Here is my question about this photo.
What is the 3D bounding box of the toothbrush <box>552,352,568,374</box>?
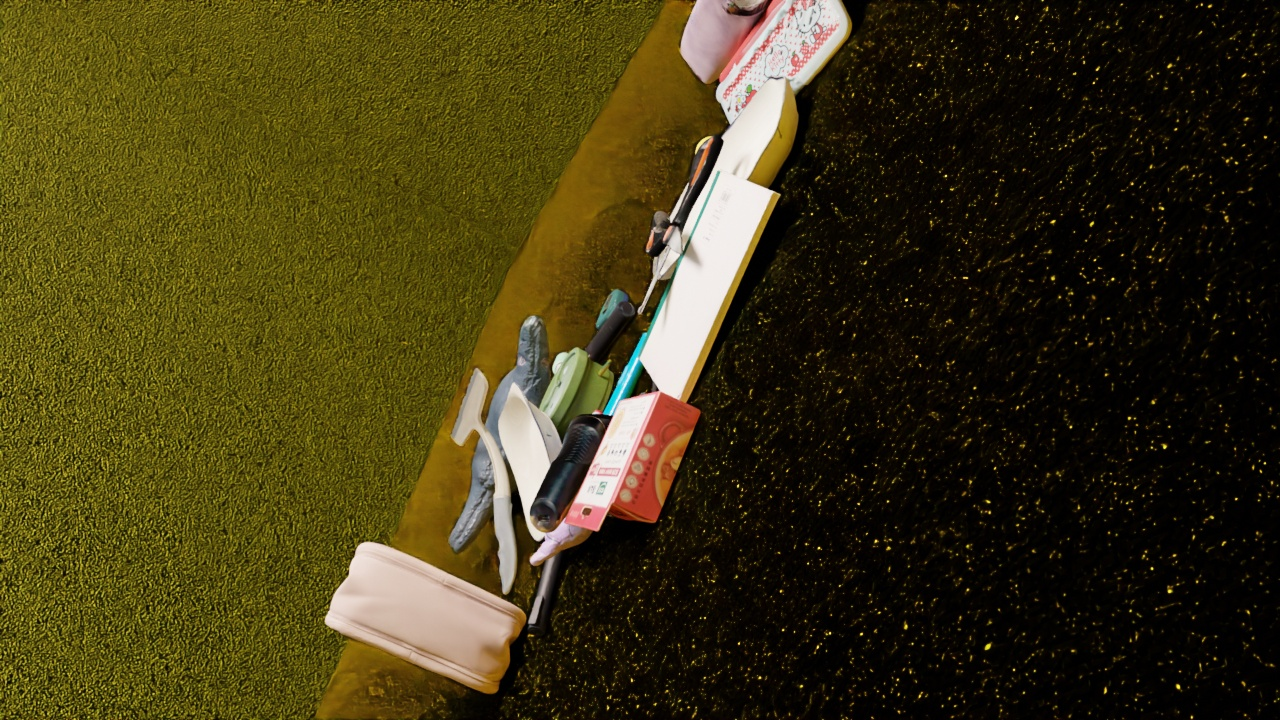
[{"bbox_3d":[-0.112,0.009,1.312,0.224,0.026,0.027,-127,54,-84],"label":"toothbrush"}]

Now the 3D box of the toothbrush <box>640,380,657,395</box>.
[{"bbox_3d":[0.020,-0.010,0.954,0.014,0.016,0.189,-41,24,43],"label":"toothbrush"}]

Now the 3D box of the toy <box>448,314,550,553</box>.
[{"bbox_3d":[-0.179,0.097,1.272,0.357,0.091,0.137,-69,-13,17],"label":"toy"}]

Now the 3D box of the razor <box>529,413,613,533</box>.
[{"bbox_3d":[-0.064,0.109,0.897,0.167,0.062,0.068,-59,-35,-57],"label":"razor"}]

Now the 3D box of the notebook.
[{"bbox_3d":[0.056,-0.072,0.861,0.209,0.012,0.150,-67,20,13],"label":"notebook"}]

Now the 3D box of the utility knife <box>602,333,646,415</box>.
[{"bbox_3d":[-0.006,0.006,1.012,0.209,0.018,0.034,-64,13,-7],"label":"utility knife"}]

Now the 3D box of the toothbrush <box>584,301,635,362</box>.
[{"bbox_3d":[-0.064,-0.008,1.242,0.027,0.026,0.213,-29,-16,-42],"label":"toothbrush"}]

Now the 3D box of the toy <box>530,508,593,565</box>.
[{"bbox_3d":[-0.073,0.156,0.921,0.084,0.039,0.108,-34,22,13],"label":"toy"}]

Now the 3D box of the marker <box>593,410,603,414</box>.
[{"bbox_3d":[-0.061,0.112,1.018,0.017,0.017,0.144,-50,19,43],"label":"marker"}]

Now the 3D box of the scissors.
[{"bbox_3d":[0.035,-0.145,0.958,0.230,0.021,0.221,-64,10,-5],"label":"scissors"}]

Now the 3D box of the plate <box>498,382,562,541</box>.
[{"bbox_3d":[-0.119,0.116,1.062,0.164,0.034,0.164,69,156,20],"label":"plate"}]

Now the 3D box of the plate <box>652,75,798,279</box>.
[{"bbox_3d":[0.090,-0.183,0.971,0.267,0.034,0.161,-47,22,49],"label":"plate"}]

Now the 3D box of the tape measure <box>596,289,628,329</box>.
[{"bbox_3d":[-0.039,-0.071,1.262,0.058,0.025,0.054,-40,28,57],"label":"tape measure"}]

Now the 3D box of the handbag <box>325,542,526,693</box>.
[{"bbox_3d":[-0.233,0.285,1.009,0.235,0.193,0.093,125,170,-69],"label":"handbag"}]

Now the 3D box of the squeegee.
[{"bbox_3d":[-0.179,0.165,1.138,0.247,0.039,0.246,127,131,-60],"label":"squeegee"}]

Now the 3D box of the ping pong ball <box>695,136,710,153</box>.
[{"bbox_3d":[0.086,-0.247,1.096,0.040,0.040,0.040,-57,15,24],"label":"ping pong ball"}]

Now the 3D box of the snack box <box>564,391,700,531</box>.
[{"bbox_3d":[-0.008,0.095,0.798,0.127,0.044,0.113,-66,14,-13],"label":"snack box"}]

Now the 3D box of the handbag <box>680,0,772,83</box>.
[{"bbox_3d":[0.123,-0.415,1.045,0.145,0.098,0.197,-46,4,-8],"label":"handbag"}]

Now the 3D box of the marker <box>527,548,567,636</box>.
[{"bbox_3d":[-0.091,0.214,0.928,0.020,0.022,0.131,-12,41,24],"label":"marker"}]

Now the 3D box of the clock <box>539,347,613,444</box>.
[{"bbox_3d":[-0.086,0.050,1.145,0.116,0.056,0.161,-67,14,-16],"label":"clock"}]

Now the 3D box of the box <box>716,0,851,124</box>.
[{"bbox_3d":[0.163,-0.327,0.969,0.112,0.099,0.202,-31,-8,-33],"label":"box"}]
